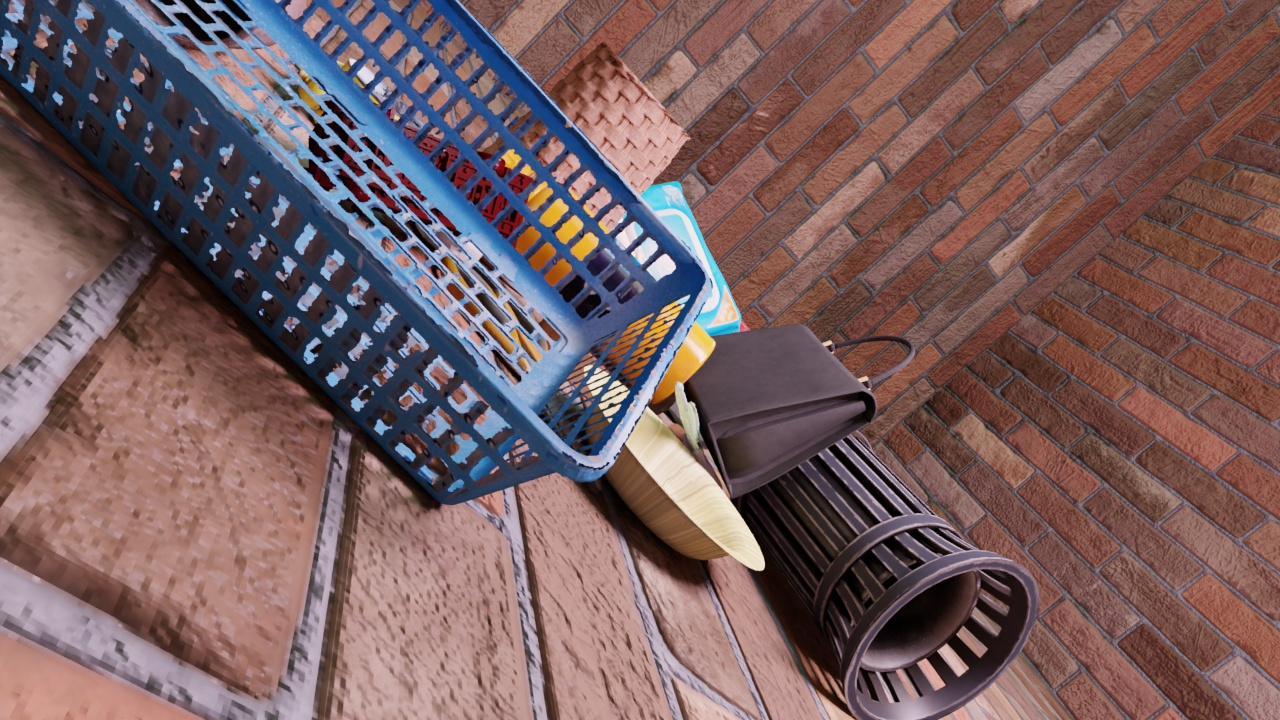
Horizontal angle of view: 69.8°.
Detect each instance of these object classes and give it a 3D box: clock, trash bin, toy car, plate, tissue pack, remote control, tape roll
[{"bbox_3d":[-0.222,-0.199,0.719,0.118,0.057,0.083,44,10,-22],"label":"clock"},{"bbox_3d":[-0.065,-0.174,0.861,0.151,0.210,0.151,46,10,-10],"label":"trash bin"},{"bbox_3d":[-0.155,-0.126,0.628,0.062,0.070,0.169,16,2,38],"label":"toy car"},{"bbox_3d":[0.011,0.084,0.643,0.184,0.036,0.184,47,7,-8],"label":"plate"},{"bbox_3d":[0.022,-0.088,0.956,0.066,0.116,0.209,-44,-115,58],"label":"tissue pack"},{"bbox_3d":[0.183,0.158,0.764,0.164,0.164,0.227,41,7,-35],"label":"trash bin"},{"bbox_3d":[-0.163,-0.119,0.742,0.060,0.028,0.114,38,13,-45],"label":"remote control"},{"bbox_3d":[-0.048,-0.003,0.781,0.094,0.027,0.094,46,9,-10],"label":"tape roll"}]

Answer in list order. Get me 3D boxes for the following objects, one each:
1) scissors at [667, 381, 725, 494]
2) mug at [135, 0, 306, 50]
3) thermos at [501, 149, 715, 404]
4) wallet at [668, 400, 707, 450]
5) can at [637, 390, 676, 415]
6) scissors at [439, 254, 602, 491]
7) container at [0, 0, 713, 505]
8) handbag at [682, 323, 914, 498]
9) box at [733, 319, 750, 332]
[{"bbox_3d":[0.035,0.058,0.752,0.101,0.016,0.179,51,-12,39],"label":"scissors"},{"bbox_3d":[-0.264,-0.262,0.592,0.096,0.123,0.110,29,12,-20],"label":"mug"},{"bbox_3d":[-0.047,-0.069,0.761,0.232,0.076,0.092,46,-28,-7],"label":"thermos"},{"bbox_3d":[0.043,0.033,1.005,0.131,0.054,0.100,51,9,-7],"label":"wallet"},{"bbox_3d":[-0.005,0.005,0.866,0.054,0.054,0.096,38,13,-46],"label":"can"},{"bbox_3d":[-0.083,0.004,0.633,0.114,0.016,0.228,37,15,-46],"label":"scissors"},{"bbox_3d":[-0.136,-0.105,0.446,0.362,0.089,0.256,46,27,-6],"label":"container"},{"bbox_3d":[0.141,0.016,0.800,0.175,0.196,0.072,-112,-178,-68],"label":"handbag"},{"bbox_3d":[0.051,-0.044,1.135,0.157,0.126,0.137,42,6,-32],"label":"box"}]
